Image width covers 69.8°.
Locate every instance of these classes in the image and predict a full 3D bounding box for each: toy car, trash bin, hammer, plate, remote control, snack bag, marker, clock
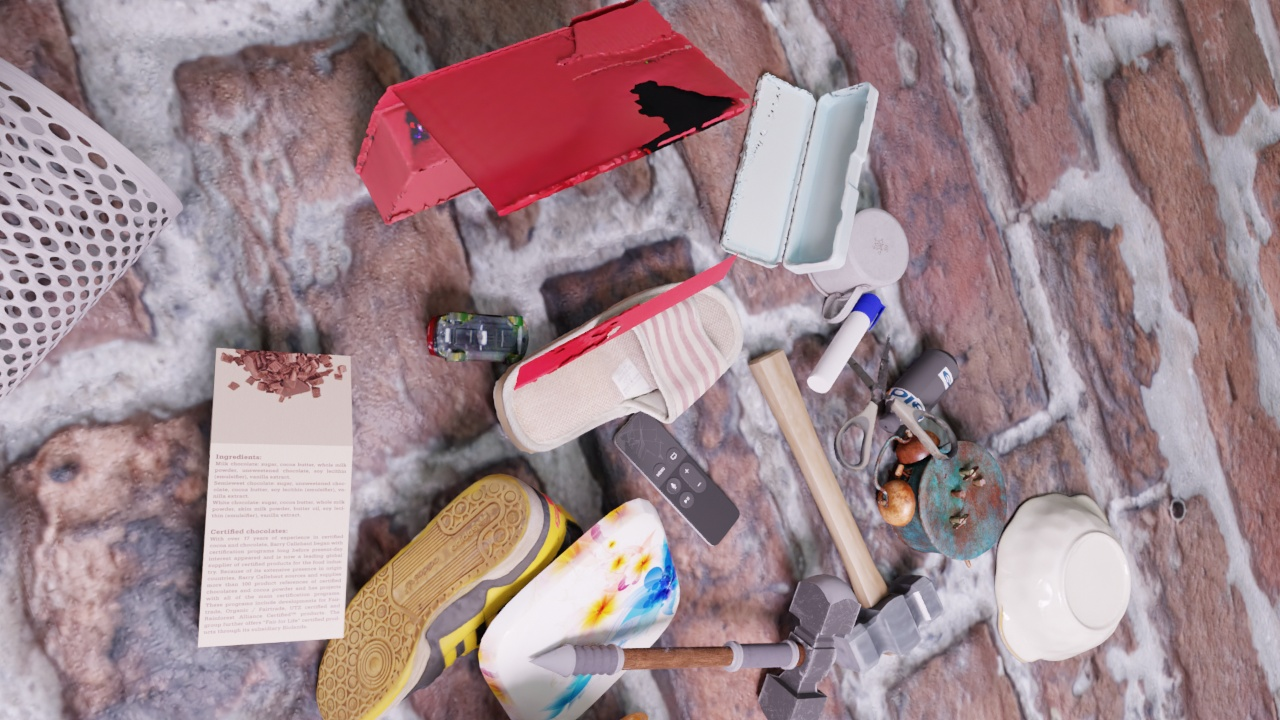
[{"bbox_3d":[-0.135,-0.018,0.770,0.091,0.036,0.042,1,92,-37],"label":"toy car"},{"bbox_3d":[-0.418,-0.077,0.578,0.156,0.157,0.183,38,73,-18],"label":"trash bin"},{"bbox_3d":[0.189,0.141,0.907,0.117,0.051,0.323,-26,94,-25],"label":"hammer"},{"bbox_3d":[-0.038,0.215,0.745,0.186,0.016,0.187,-39,138,-23],"label":"plate"},{"bbox_3d":[0.048,0.250,0.774,0.321,0.043,0.156,12,100,-35],"label":"hammer"},{"bbox_3d":[0.035,0.109,0.855,0.146,0.008,0.045,48,68,-14],"label":"remote control"},{"bbox_3d":[-0.268,0.096,0.677,0.094,0.070,0.206,4,83,-25],"label":"snack bag"},{"bbox_3d":[0.208,-0.018,0.925,0.027,0.023,0.132,36,56,5],"label":"marker"},{"bbox_3d":[0.307,0.136,0.947,0.157,0.073,0.121,32,72,-19],"label":"clock"}]

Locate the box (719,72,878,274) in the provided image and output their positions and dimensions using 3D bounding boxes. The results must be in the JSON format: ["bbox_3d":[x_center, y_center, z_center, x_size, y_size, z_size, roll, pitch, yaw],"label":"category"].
[{"bbox_3d":[0.159,-0.189,0.910,0.122,0.078,0.197,14,77,-4],"label":"box"}]

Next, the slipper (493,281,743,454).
[{"bbox_3d":[-0.005,0.005,0.813,0.262,0.052,0.115,-25,99,-31],"label":"slipper"}]

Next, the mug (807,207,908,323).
[{"bbox_3d":[0.216,-0.094,0.928,0.084,0.071,0.113,17,76,-23],"label":"mug"}]

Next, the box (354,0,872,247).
[{"bbox_3d":[-0.059,-0.180,0.640,0.211,0.379,0.124,-29,114,-26],"label":"box"}]

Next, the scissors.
[{"bbox_3d":[0.247,0.048,0.915,0.157,0.013,0.170,29,62,3],"label":"scissors"}]

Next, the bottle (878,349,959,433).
[{"bbox_3d":[0.290,0.033,0.964,0.112,0.047,0.047,-42,103,-23],"label":"bottle"}]

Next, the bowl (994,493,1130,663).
[{"bbox_3d":[0.488,0.246,1.030,0.218,0.060,0.188,-46,104,-21],"label":"bowl"}]

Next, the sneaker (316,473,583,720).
[{"bbox_3d":[-0.141,0.195,0.724,0.239,0.086,0.122,-47,146,6],"label":"sneaker"}]

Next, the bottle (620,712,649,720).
[{"bbox_3d":[0.011,0.359,0.789,0.063,0.063,0.109,-25,95,-26],"label":"bottle"}]
